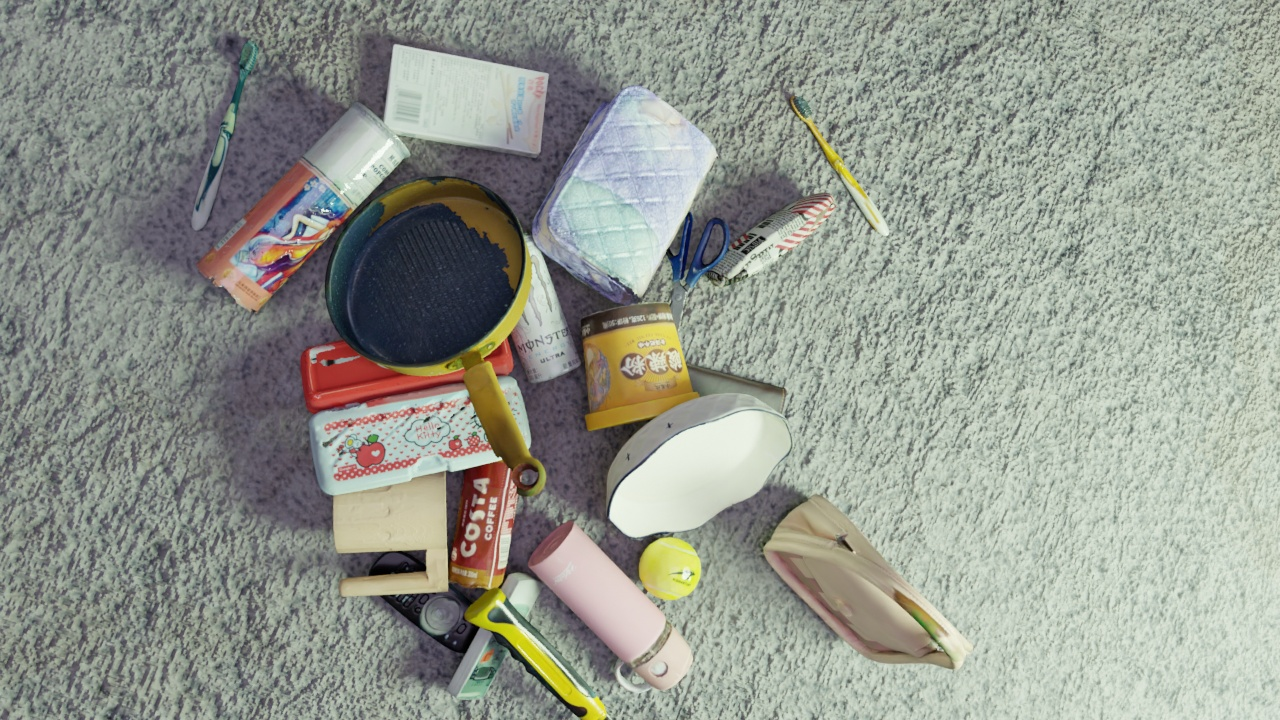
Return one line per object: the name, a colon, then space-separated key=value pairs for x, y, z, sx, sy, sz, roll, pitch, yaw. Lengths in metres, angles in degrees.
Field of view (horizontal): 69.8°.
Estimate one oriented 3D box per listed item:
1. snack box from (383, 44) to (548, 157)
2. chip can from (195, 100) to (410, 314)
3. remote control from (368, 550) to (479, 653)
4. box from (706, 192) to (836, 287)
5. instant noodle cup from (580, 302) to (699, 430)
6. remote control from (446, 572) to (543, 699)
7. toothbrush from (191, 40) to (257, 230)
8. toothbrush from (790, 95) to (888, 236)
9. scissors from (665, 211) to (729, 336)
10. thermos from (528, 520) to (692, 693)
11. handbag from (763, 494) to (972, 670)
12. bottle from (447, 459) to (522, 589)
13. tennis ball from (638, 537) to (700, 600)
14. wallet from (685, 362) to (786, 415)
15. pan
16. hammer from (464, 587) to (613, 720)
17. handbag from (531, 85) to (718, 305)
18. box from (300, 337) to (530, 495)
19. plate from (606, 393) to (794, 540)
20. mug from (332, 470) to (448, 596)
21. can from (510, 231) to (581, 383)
snack box: x=-0.175 y=-0.260 z=0.926 sx=0.156 sy=0.027 sz=0.084 roll=7 pitch=89 yaw=-14
chip can: x=-0.319 y=-0.145 z=0.872 sx=0.071 sy=0.071 sz=0.214 roll=43 pitch=82 yaw=-11
remote control: x=-0.215 y=0.244 z=0.932 sx=0.136 sy=0.024 sz=0.053 roll=43 pitch=79 yaw=-12
box: x=0.144 y=-0.128 z=0.990 sx=0.164 sy=0.069 sz=0.052 roll=-34 pitch=90 yaw=-8
instant noodle cup: x=-0.006 y=0.005 z=0.934 sx=0.118 sy=0.119 sz=0.114 roll=-9 pitch=86 yaw=-14
remote control: x=-0.146 y=0.280 z=0.935 sx=0.019 sy=0.056 sz=0.135 roll=26 pitch=83 yaw=27
toothbrush: x=-0.398 y=-0.216 z=0.877 sx=0.016 sy=0.018 sz=0.191 roll=16 pitch=87 yaw=-14
toothbrush: x=0.226 y=-0.218 z=1.030 sx=0.016 sy=0.018 sz=0.191 roll=-39 pitch=100 yaw=-8
scissors: x=0.036 y=-0.080 z=0.981 sx=0.173 sy=0.012 sz=0.133 roll=-48 pitch=65 yaw=20
thermos: x=-0.035 y=0.265 z=0.960 sx=0.087 sy=0.067 sz=0.198 roll=-39 pitch=102 yaw=12
handbag: x=0.246 y=0.241 z=0.937 sx=0.093 sy=0.234 sz=0.193 roll=-45 pitch=101 yaw=-11
bottle: x=-0.153 y=0.139 z=0.927 sx=0.057 sy=0.057 sz=0.175 roll=10 pitch=89 yaw=-14
tennis ball: x=0.031 y=0.220 z=0.970 sx=0.065 sy=0.065 sz=0.065 roll=0 pitch=91 yaw=-14
wallet: x=0.093 y=0.063 z=1.007 sx=0.122 sy=0.020 sz=0.096 roll=14 pitch=88 yaw=-12
pan: x=-0.164 y=-0.024 z=0.824 sx=0.197 sy=0.078 sz=0.357 roll=-31 pitch=68 yaw=-1
hammer: x=-0.056 y=0.348 z=0.935 sx=0.126 sy=0.032 sz=0.323 roll=-38 pitch=109 yaw=-1
handbag: x=-0.015 y=-0.169 z=0.932 sx=0.134 sy=0.076 sz=0.193 roll=34 pitch=75 yaw=-19
box: x=-0.217 y=0.036 z=0.882 sx=0.201 sy=0.058 sz=0.161 roll=-12 pitch=67 yaw=-13
plate: x=0.055 y=0.104 z=0.925 sx=0.204 sy=0.205 sz=0.045 roll=-19 pitch=56 yaw=-13
mug: x=-0.240 y=0.165 z=0.891 sx=0.103 sy=0.084 sz=0.124 roll=-1 pitch=84 yaw=-12
can: x=-0.111 y=-0.053 z=0.931 sx=0.058 sy=0.058 sz=0.147 roll=-21 pitch=97 yaw=-13
